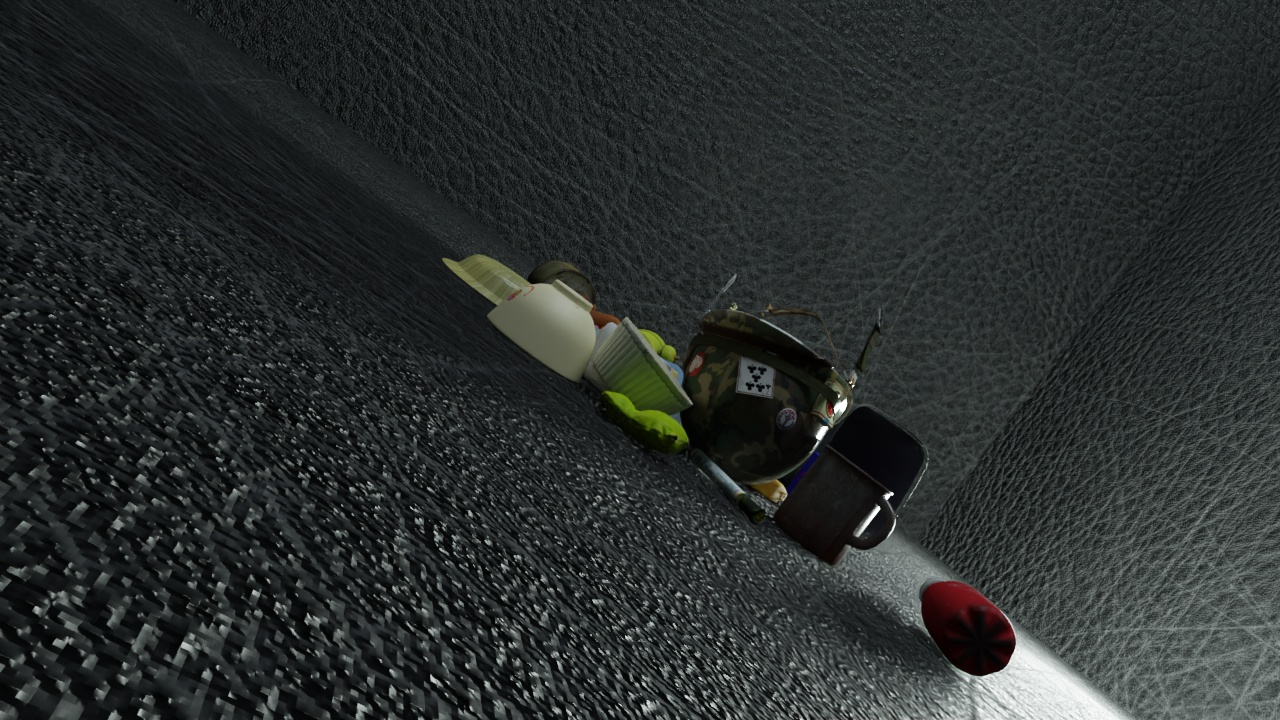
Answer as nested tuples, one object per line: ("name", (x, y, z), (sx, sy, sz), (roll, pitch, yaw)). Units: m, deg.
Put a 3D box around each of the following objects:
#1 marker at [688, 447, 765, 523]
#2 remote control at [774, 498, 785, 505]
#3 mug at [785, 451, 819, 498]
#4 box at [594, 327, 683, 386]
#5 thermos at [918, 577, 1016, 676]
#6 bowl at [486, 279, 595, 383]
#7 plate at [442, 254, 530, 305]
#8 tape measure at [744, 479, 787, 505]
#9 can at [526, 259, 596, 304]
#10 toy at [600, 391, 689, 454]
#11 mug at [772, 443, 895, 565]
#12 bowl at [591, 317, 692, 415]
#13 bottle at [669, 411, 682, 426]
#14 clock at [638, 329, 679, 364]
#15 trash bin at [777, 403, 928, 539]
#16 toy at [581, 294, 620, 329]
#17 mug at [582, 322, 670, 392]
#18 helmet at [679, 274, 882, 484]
("marker", (0.087, 0.126, 0.950), (0.017, 0.017, 0.146), (35, 4, -31))
("remote control", (0.151, 0.160, 1.218), (0.124, 0.012, 0.028), (36, 3, -2))
("mug", (0.265, 0.192, 1.332), (0.079, 0.083, 0.111), (39, 4, 31))
("box", (-0.005, 0.005, 1.201), (0.209, 0.052, 0.067), (22, 14, -43))
("thermos", (0.351, 0.283, 1.022), (0.073, 0.073, 0.240), (37, 2, 8))
("bowl", (-0.090, -0.041, 0.953), (0.118, 0.074, 0.118), (37, 3, -3))
("plate", (-0.168, -0.093, 1.188), (0.184, 0.036, 0.184), (36, 4, -3))
("tape measure", (0.150, 0.152, 1.152), (0.068, 0.030, 0.059), (36, 2, 41))
("can", (-0.119, -0.098, 1.361), (0.090, 0.090, 0.074), (35, 3, -26))
("toy", (0.002, 0.058, 0.866), (0.093, 0.036, 0.094), (31, -3, -6))
("mug", (0.220, 0.167, 1.006), (0.096, 0.110, 0.123), (28, 8, -38))
("bowl", (-0.004, 0.018, 0.956), (0.115, 0.062, 0.115), (53, 3, -5))
("bottle", (0.081, 0.076, 1.228), (0.062, 0.062, 0.137), (38, 4, 28))
("clock", (0.004, 0.001, 1.322), (0.119, 0.083, 0.057), (34, 7, 20))
("trash bin", (0.313, 0.158, 1.533), (0.197, 0.197, 0.220), (33, -2, -26))
("toy", (-0.077, -0.047, 1.289), (0.090, 0.071, 0.102), (11, 20, 14))
("mug", (-0.011, 0.015, 1.058), (0.115, 0.068, 0.094), (36, 3, -5))
("helmet", (0.145, 0.019, 1.052), (0.193, 0.235, 0.224), (19, -39, 35))
